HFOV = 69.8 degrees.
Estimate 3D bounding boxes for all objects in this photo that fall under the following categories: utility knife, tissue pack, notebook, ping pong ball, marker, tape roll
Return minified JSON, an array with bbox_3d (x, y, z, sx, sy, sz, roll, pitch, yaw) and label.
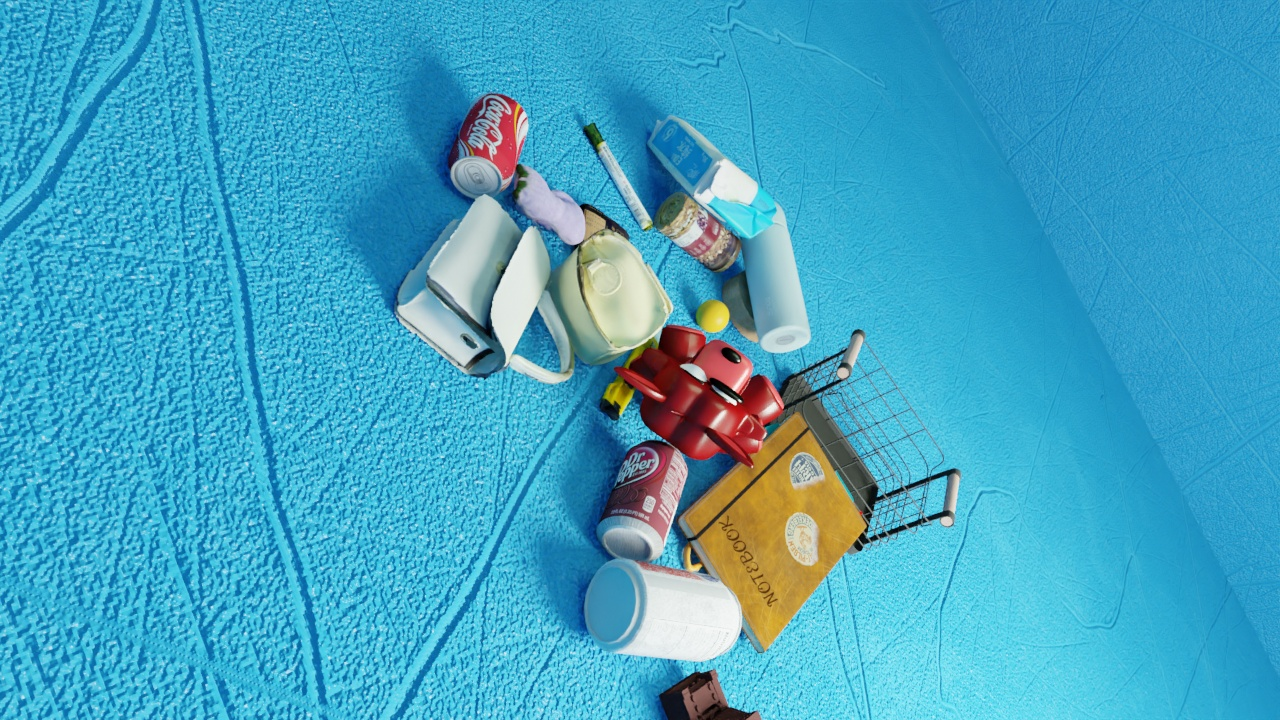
[{"bbox_3d":[-0.006,0.006,0.986,0.030,0.017,0.174,57,32,-20],"label":"utility knife"},{"bbox_3d":[0.087,-0.241,1.177,0.117,0.066,0.209,30,19,-36],"label":"tissue pack"},{"bbox_3d":[0.151,0.167,1.001,0.248,0.014,0.178,-35,95,-42],"label":"notebook"},{"bbox_3d":[0.087,-0.054,1.113,0.040,0.040,0.040,29,46,-36],"label":"ping pong ball"},{"bbox_3d":[-0.027,-0.222,1.112,0.017,0.017,0.146,-32,92,-54],"label":"marker"},{"bbox_3d":[0.149,-0.072,1.210,0.094,0.027,0.093,29,46,-36],"label":"tape roll"}]

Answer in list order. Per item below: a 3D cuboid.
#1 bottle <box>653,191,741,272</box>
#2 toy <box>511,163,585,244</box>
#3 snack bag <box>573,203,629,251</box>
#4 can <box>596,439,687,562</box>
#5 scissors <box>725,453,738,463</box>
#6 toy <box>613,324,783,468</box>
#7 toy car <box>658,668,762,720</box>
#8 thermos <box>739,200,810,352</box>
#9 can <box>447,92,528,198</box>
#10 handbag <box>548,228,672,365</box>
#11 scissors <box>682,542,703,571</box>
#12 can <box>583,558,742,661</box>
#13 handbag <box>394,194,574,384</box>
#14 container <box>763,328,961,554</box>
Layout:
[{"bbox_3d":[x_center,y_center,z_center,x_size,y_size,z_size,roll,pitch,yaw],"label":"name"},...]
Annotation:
[{"bbox_3d":[0.072,-0.161,1.154,0.105,0.056,0.056,33,44,-31],"label":"bottle"},{"bbox_3d":[-0.099,-0.166,0.972,0.099,0.037,0.080,35,32,-36],"label":"toy"},{"bbox_3d":[-0.043,-0.101,1.007,0.074,0.018,0.154,32,44,-34],"label":"snack bag"},{"bbox_3d":[0.003,0.132,0.866,0.063,0.063,0.113,46,38,-19],"label":"can"},{"bbox_3d":[0.129,0.146,1.046,0.171,0.014,0.141,5,57,-52],"label":"scissors"},{"bbox_3d":[0.060,0.036,0.913,0.158,0.121,0.197,38,10,6],"label":"toy"},{"bbox_3d":[0.081,0.361,0.804,0.070,0.062,0.169,-10,74,-52],"label":"toy car"},{"bbox_3d":[0.168,-0.113,1.179,0.078,0.065,0.206,27,47,-46],"label":"thermos"},{"bbox_3d":[-0.152,-0.214,0.915,0.064,0.064,0.104,37,42,-29],"label":"can"},{"bbox_3d":[-0.034,-0.059,0.889,0.081,0.119,0.111,-31,91,-18],"label":"handbag"},{"bbox_3d":[0.091,0.211,0.960,0.131,0.013,0.073,-10,76,-51],"label":"scissors"},{"bbox_3d":[0.021,0.223,0.813,0.136,0.078,0.078,22,51,-41],"label":"can"},{"bbox_3d":[-0.117,-0.050,0.837,0.176,0.074,0.150,45,38,-21],"label":"handbag"},{"bbox_3d":[0.278,0.104,1.151,0.241,0.131,0.162,53,34,-10],"label":"container"}]
